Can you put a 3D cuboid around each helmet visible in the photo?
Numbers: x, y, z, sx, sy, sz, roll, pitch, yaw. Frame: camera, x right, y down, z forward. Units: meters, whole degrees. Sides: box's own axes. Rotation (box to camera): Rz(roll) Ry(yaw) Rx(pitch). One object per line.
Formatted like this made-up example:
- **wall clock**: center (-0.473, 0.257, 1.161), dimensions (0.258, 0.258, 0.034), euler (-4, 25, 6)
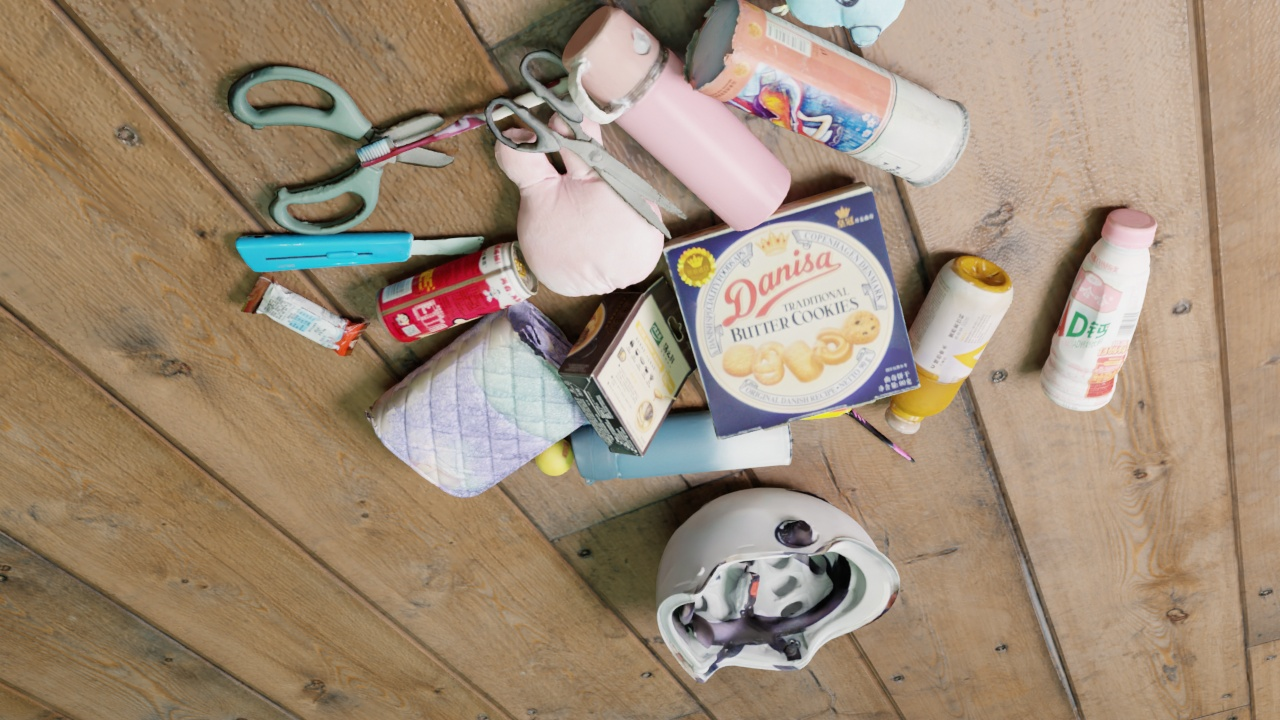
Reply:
- **helmet**: center (0.136, 0.227, 1.013), dimensions (0.258, 0.145, 0.229), euler (-14, 133, -3)

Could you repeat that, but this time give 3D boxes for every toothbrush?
- **toothbrush**: center (-0.130, -0.187, 0.702), dimensions (0.187, 0.016, 0.017), euler (-19, 124, 4)
- **toothbrush**: center (0.237, 0.064, 0.967), dimensions (0.189, 0.014, 0.018), euler (33, 109, -30)

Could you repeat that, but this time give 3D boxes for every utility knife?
- **utility knife**: center (-0.236, -0.095, 0.782), dimensions (0.204, 0.018, 0.034), euler (-3, 131, -4)

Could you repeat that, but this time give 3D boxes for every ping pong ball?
- **ping pong ball**: center (-0.089, 0.099, 0.949), dimensions (0.040, 0.040, 0.040), euler (-3, 131, -3)

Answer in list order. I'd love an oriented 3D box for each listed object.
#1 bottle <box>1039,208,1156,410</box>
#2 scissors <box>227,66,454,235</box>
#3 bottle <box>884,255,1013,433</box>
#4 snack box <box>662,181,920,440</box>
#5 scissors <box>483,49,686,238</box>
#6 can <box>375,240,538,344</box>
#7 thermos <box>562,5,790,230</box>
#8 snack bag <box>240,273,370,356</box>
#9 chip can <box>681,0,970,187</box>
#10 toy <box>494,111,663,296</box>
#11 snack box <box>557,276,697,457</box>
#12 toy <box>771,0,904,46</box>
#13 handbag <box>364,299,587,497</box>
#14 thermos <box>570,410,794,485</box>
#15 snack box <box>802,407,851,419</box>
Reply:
- **bottle**: center (0.429, -0.046, 0.855), dimensions (0.068, 0.068, 0.197), euler (-4, 127, -2)
- **scissors**: center (-0.240, -0.175, 0.711), dimensions (0.175, 0.019, 0.176), euler (-23, 128, 14)
- **bottle**: center (0.283, -0.008, 0.870), dimensions (0.068, 0.067, 0.190), euler (6, 130, -11)
- **snack box**: center (0.128, -0.040, 0.794), dimensions (0.178, 0.045, 0.182), euler (-16, 103, 9)
- **scissors**: center (-0.033, -0.164, 0.700), dimensions (0.170, 0.014, 0.151), euler (2, 112, -3)
- **can**: center (-0.158, -0.059, 0.793), dimensions (0.133, 0.053, 0.053), euler (-18, 130, 14)
- **thermos**: center (0.027, -0.173, 0.693), dimensions (0.198, 0.087, 0.067), euler (36, 148, -32)
- **snack bag**: center (-0.298, -0.038, 0.820), dimensions (0.104, 0.026, 0.048), euler (28, 117, -25)
- **chip can**: center (0.140, -0.195, 0.676), dimensions (0.214, 0.071, 0.071), euler (15, 128, -26)
- **toy**: center (-0.050, -0.126, 0.748), dimensions (0.121, 0.054, 0.159), euler (-17, 118, 10)
- **snack box**: center (-0.005, 0.005, 0.840), dimensions (0.053, 0.125, 0.113), euler (4, 139, 35)
- **toy**: center (0.148, -0.298, 0.619), dimensions (0.156, 0.049, 0.161), euler (-27, 118, 19)
- **handbag**: center (-0.146, 0.038, 0.870), dimensions (0.194, 0.075, 0.134), euler (-34, 121, 21)
- **thermos**: center (0.041, 0.083, 0.932), dimensions (0.220, 0.070, 0.070), euler (-5, 131, -1)
- **snack box**: center (0.151, 0.007, 0.870), dimensions (0.091, 0.082, 0.080), euler (-5, 118, -1)
